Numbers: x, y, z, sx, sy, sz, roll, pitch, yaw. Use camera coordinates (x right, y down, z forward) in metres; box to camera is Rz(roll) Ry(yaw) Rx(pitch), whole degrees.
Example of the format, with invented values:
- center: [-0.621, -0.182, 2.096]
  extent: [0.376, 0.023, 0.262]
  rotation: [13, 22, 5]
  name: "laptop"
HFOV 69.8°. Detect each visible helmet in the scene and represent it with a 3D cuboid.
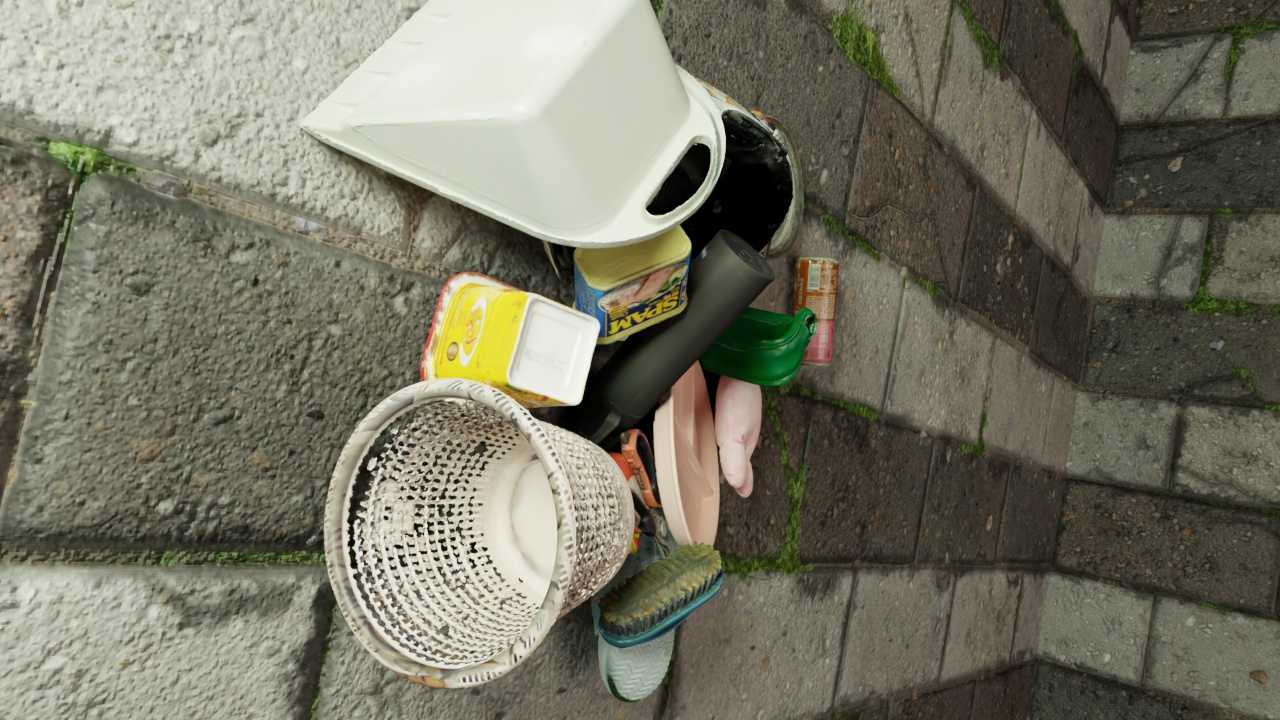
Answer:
- center: [0.005, -0.176, 0.859]
  extent: [0.273, 0.231, 0.156]
  rotation: [5, 49, -53]
  name: "helmet"

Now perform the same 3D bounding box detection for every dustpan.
- center: [-0.075, -0.186, 0.701]
  extent: [0.222, 0.258, 0.143]
  rotation: [-57, 140, -28]
  name: "dustpan"

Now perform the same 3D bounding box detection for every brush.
- center: [0.022, 0.240, 0.909]
  extent: [0.143, 0.055, 0.074]
  rotation: [-25, 132, -28]
  name: "brush"

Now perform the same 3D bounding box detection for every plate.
- center: [0.155, -0.215, 1.154]
  extent: [0.179, 0.024, 0.179]
  rotation: [-3, 94, -54]
  name: "plate"
- center: [0.052, 0.101, 1.012]
  extent: [0.229, 0.028, 0.229]
  rotation: [-6, 89, -76]
  name: "plate"

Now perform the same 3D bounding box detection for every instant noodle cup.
- center: [-0.106, -0.010, 0.774]
  extent: [0.116, 0.124, 0.116]
  rotation: [21, 80, -38]
  name: "instant noodle cup"

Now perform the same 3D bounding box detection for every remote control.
- center: [0.022, 0.073, 1.039]
  extent: [0.053, 0.024, 0.136]
  rotation: [-52, 136, -41]
  name: "remote control"

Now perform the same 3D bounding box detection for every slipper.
- center: [-0.012, 0.238, 0.991]
  extent: [0.104, 0.074, 0.244]
  rotation: [41, 49, -45]
  name: "slipper"

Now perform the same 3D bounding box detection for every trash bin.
- center: [-0.109, 0.134, 0.758]
  extent: [0.192, 0.228, 0.227]
  rotation: [12, 87, -64]
  name: "trash bin"

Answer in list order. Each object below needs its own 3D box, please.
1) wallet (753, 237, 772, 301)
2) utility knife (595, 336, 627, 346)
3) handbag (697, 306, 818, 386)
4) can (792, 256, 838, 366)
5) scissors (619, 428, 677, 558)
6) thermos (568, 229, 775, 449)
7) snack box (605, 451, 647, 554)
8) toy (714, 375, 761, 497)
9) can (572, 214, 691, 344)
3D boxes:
- center: [0.091, -0.132, 1.059]
  extent: [0.122, 0.020, 0.096]
  rotation: [20, 79, -22]
  name: "wallet"
- center: [-0.053, -0.028, 0.931]
  extent: [0.215, 0.018, 0.034]
  rotation: [2, 92, -49]
  name: "utility knife"
- center: [0.131, -0.034, 1.075]
  extent: [0.119, 0.131, 0.068]
  rotation: [-49, 142, -40]
  name: "handbag"
- center: [0.237, -0.067, 1.257]
  extent: [0.057, 0.058, 0.147]
  rotation: [-3, 98, -51]
  name: "can"
- center: [0.010, 0.168, 0.925]
  extent: [0.204, 0.015, 0.202]
  rotation: [-1, 86, -70]
  name: "scissors"
- center: [0.025, -0.009, 0.877]
  extent: [0.068, 0.243, 0.089]
  rotation: [35, 22, -15]
  name: "thermos"
- center: [-0.033, 0.144, 0.941]
  extent: [0.079, 0.082, 0.091]
  rotation: [-62, 144, -36]
  name: "snack box"
- center: [0.118, 0.082, 1.113]
  extent: [0.121, 0.054, 0.159]
  rotation: [54, 37, -60]
  name: "toy"
- center: [-0.008, -0.070, 0.788]
  extent: [0.102, 0.057, 0.083]
  rotation: [-24, 154, -15]
  name: "can"
